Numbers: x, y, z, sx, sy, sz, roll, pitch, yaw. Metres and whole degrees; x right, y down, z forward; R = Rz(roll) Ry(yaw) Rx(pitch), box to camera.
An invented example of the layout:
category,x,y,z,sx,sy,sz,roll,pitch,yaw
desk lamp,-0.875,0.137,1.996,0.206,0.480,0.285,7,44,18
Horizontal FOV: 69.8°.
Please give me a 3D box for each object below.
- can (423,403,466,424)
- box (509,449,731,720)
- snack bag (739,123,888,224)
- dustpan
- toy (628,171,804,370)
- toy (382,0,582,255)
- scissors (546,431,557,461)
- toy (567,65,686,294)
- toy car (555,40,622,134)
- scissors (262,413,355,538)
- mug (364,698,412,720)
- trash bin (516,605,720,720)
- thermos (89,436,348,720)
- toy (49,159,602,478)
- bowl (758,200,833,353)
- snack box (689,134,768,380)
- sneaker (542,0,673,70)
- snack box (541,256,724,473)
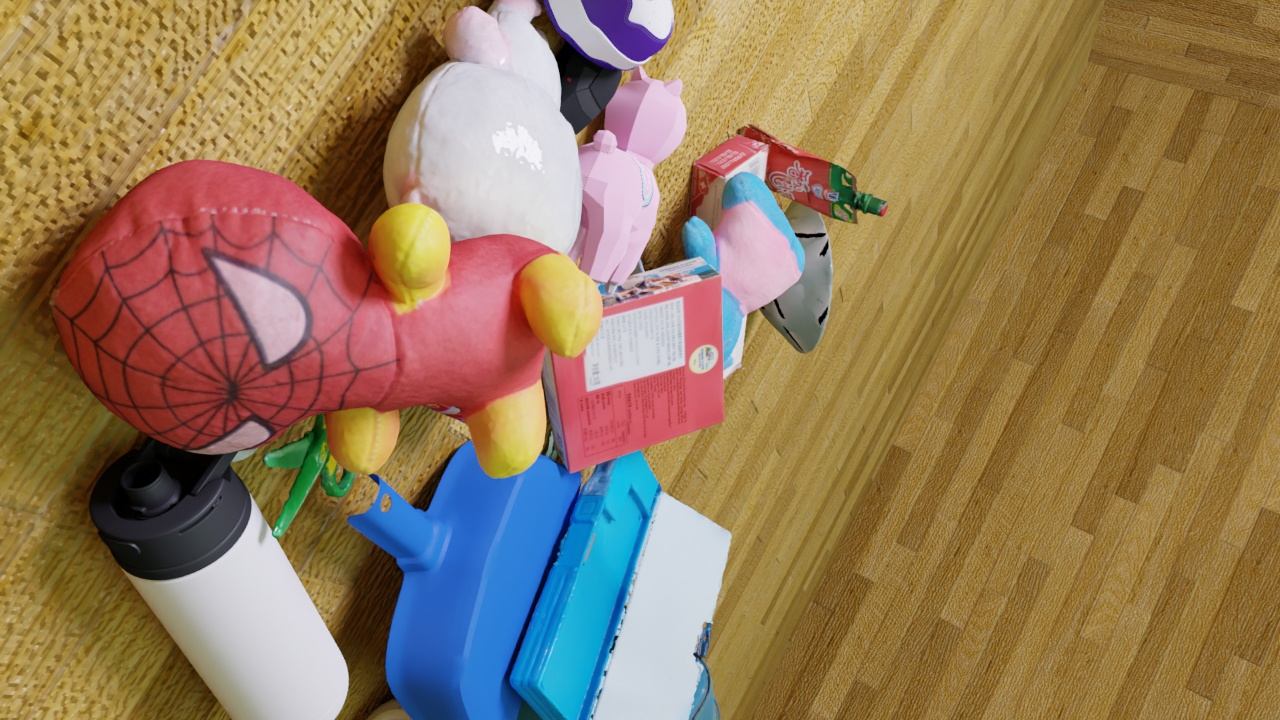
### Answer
category,x,y,z,sx,sy,sz,roll,pitch,yaw
can,-0.118,-0.002,0.559,0.066,0.067,0.124,-62,156,-6
box,-0.014,0.203,0.780,0.175,0.060,0.242,45,43,-26
snack bag,0.161,-0.170,0.861,0.044,0.155,0.087,-54,155,-15
dustpan,-0.122,0.139,0.636,0.258,0.059,0.245,74,28,-61
toy,0.069,-0.057,0.824,0.191,0.099,0.224,-47,144,0
toy,-0.078,-0.121,0.503,0.139,0.101,0.179,54,40,-64
scissors,-0.093,0.115,0.796,0.083,0.016,0.135,-10,121,-60
toy,-0.018,-0.127,0.630,0.123,0.067,0.157,-7,118,-80
toy car,-0.030,-0.190,0.593,0.091,0.036,0.042,-61,156,-8
scissors,-0.172,0.039,0.488,0.131,0.012,0.108,76,17,-87
mug,-0.180,0.302,0.730,0.089,0.086,0.111,76,10,-52
trash bin,-0.032,0.340,0.875,0.198,0.196,0.219,-53,163,-25
thermos,-0.210,0.118,0.498,0.230,0.068,0.101,88,22,-45
toy,-0.132,-0.015,0.405,0.216,0.098,0.148,9,120,-29
bowl,0.150,-0.093,1.017,0.174,0.068,0.174,175,-89,-81
snack box,0.078,-0.086,0.916,0.076,0.044,0.273,-39,145,-35
sneaker,-0.007,-0.245,0.468,0.244,0.111,0.091,45,52,-63
snack box,-0.004,0.004,0.726,0.144,0.040,0.143,-17,125,-17
